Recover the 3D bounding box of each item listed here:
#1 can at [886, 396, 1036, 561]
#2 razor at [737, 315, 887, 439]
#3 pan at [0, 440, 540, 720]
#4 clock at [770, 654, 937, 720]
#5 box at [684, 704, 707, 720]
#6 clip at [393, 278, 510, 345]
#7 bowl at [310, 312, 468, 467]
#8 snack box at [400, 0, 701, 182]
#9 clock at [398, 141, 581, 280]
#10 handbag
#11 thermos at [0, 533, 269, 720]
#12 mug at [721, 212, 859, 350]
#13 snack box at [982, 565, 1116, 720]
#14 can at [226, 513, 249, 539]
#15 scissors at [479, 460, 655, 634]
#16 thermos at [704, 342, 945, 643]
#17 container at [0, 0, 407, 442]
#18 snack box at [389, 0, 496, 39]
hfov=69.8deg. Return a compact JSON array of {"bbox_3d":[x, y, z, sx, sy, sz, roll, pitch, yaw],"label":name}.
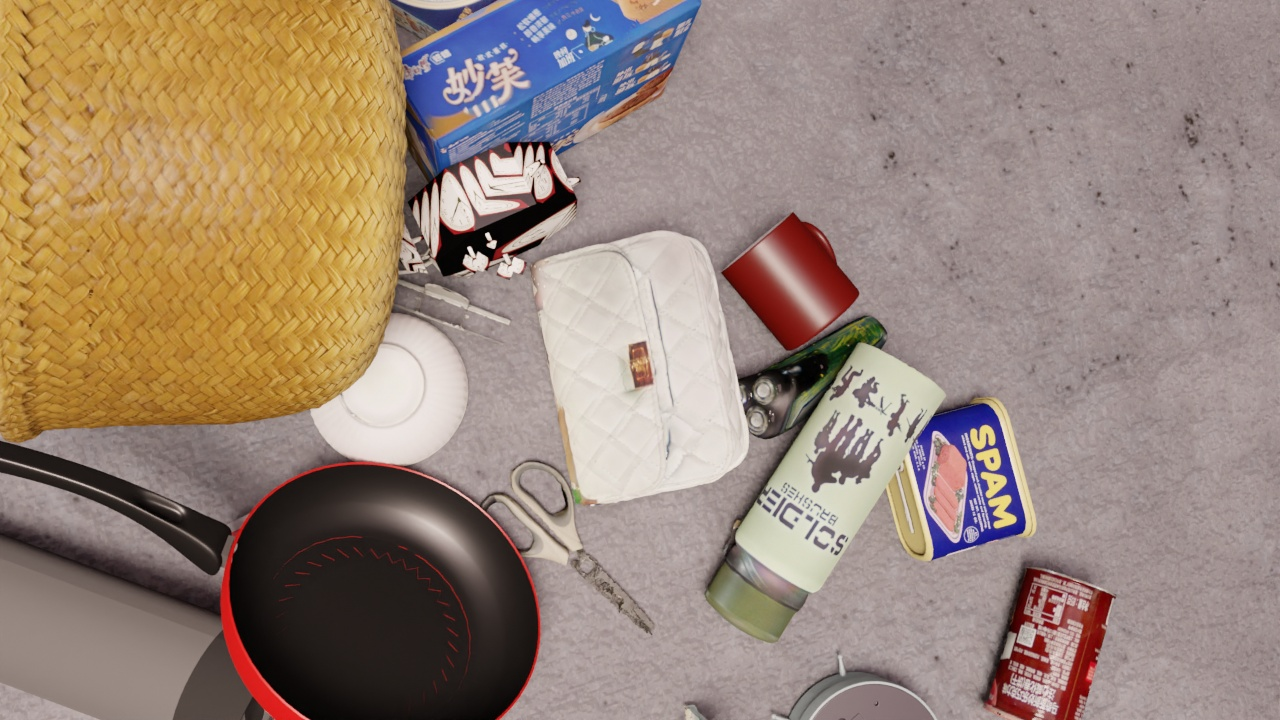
[{"bbox_3d":[0.251,0.096,0.740,0.092,0.056,0.116,-13,87,-10],"label":"can"},{"bbox_3d":[0.137,0.007,0.724,0.151,0.067,0.054,-32,71,-16],"label":"razor"},{"bbox_3d":[-0.228,0.131,0.576,0.356,0.208,0.067,24,125,-21],"label":"pan"},{"bbox_3d":[0.180,0.317,0.713,0.122,0.045,0.159,-38,93,-11],"label":"clock"},{"bbox_3d":[0.057,0.357,0.641,0.041,0.134,0.197,-4,86,0],"label":"box"},{"bbox_3d":[-0.150,-0.031,0.683,0.102,0.058,0.050,19,95,-7],"label":"clip"},{"bbox_3d":[-0.185,0.019,0.667,0.118,0.062,0.118,1,84,-10],"label":"bowl"},{"bbox_3d":[-0.071,-0.201,0.660,0.202,0.155,0.069,-32,88,-11],"label":"snack box"},{"bbox_3d":[-0.117,-0.090,0.655,0.155,0.114,0.065,-27,85,14],"label":"clock"},{"bbox_3d":[-0.004,0.004,0.683,0.139,0.072,0.195,-13,85,15],"label":"handbag"},{"bbox_3d":[-0.353,0.181,0.594,0.240,0.082,0.082,20,82,2],"label":"thermos"},{"bbox_3d":[0.127,-0.070,0.732,0.082,0.073,0.105,50,50,-2],"label":"mug"},{"bbox_3d":[0.327,0.233,0.733,0.072,0.072,0.121,21,81,-7],"label":"snack box"},{"bbox_3d":[-0.253,0.151,0.648,0.054,0.054,0.096,-25,90,-11],"label":"can"},{"bbox_3d":[-0.043,0.142,0.704,0.171,0.012,0.121,18,84,-5],"label":"scissors"},{"bbox_3d":[0.132,0.101,0.695,0.082,0.082,0.231,32,92,-6],"label":"thermos"},{"bbox_3d":[-0.255,-0.108,0.541,0.196,0.308,0.307,3,84,-27],"label":"container"},{"bbox_3d":[-0.151,-0.324,0.710,0.145,0.043,0.144,31,80,0],"label":"snack box"}]
